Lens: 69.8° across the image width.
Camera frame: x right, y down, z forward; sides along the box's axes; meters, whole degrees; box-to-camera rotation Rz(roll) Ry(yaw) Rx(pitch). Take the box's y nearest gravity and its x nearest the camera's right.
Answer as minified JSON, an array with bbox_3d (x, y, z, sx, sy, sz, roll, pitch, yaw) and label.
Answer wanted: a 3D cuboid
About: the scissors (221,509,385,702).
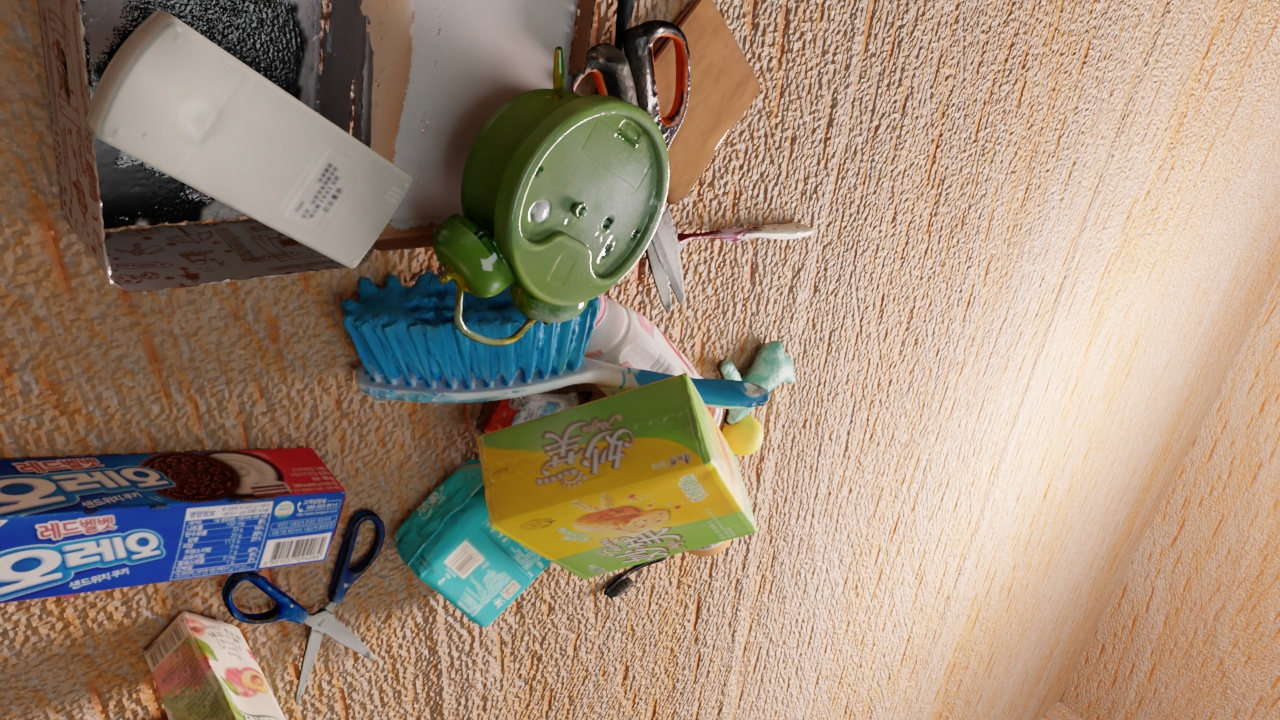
[{"bbox_3d":[-0.233,0.179,0.663,0.162,0.012,0.174,-56,143,-1],"label":"scissors"}]

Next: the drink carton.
[{"bbox_3d":[-0.265,0.218,0.577,0.045,0.122,0.053,-47,141,-5],"label":"drink carton"}]

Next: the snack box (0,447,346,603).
[{"bbox_3d":[-0.277,0.090,0.519,0.207,0.058,0.057,2,117,-46],"label":"snack box"}]

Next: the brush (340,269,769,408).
[{"bbox_3d":[-0.039,-0.004,0.627,0.314,0.060,0.110,-3,130,-20],"label":"brush"}]

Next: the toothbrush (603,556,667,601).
[{"bbox_3d":[0.039,0.191,0.943,0.189,0.016,0.014,-28,143,-29],"label":"toothbrush"}]

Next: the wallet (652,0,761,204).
[{"bbox_3d":[0.032,-0.183,0.652,0.115,0.020,0.101,-52,140,-5],"label":"wallet"}]

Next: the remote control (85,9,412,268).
[{"bbox_3d":[-0.163,-0.090,0.400,0.056,0.019,0.135,-56,143,3],"label":"remote control"}]

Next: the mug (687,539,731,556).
[{"bbox_3d":[0.056,0.133,0.871,0.078,0.078,0.123,-37,143,-18],"label":"mug"}]

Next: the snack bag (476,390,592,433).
[{"bbox_3d":[-0.077,0.039,0.704,0.105,0.026,0.045,11,101,-49],"label":"snack bag"}]

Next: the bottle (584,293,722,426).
[{"bbox_3d":[-0.004,0.004,0.722,0.068,0.068,0.197,-50,137,-4],"label":"bottle"}]

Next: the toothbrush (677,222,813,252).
[{"bbox_3d":[0.081,-0.101,0.764,0.187,0.016,0.017,-10,133,-40],"label":"toothbrush"}]

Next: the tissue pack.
[{"bbox_3d":[-0.124,0.146,0.719,0.093,0.050,0.133,-44,141,-14],"label":"tissue pack"}]

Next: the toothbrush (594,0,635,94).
[{"bbox_3d":[-0.002,-0.261,0.553,0.027,0.026,0.213,-20,132,-45],"label":"toothbrush"}]

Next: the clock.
[{"bbox_3d":[-0.051,-0.079,0.511,0.116,0.056,0.161,22,99,-55],"label":"clock"}]

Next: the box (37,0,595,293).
[{"bbox_3d":[-0.142,-0.139,0.461,0.259,0.082,0.177,-13,127,-38],"label":"box"}]

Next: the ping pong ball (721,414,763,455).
[{"bbox_3d":[0.099,0.073,0.892,0.040,0.040,0.040,-25,134,-30],"label":"ping pong ball"}]

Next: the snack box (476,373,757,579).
[{"bbox_3d":[-0.008,0.097,0.694,0.158,0.070,0.210,-17,153,9],"label":"snack box"}]

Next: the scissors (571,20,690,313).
[{"bbox_3d":[0.019,-0.128,0.643,0.148,0.022,0.235,-47,138,0],"label":"scissors"}]

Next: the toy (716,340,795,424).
[{"bbox_3d":[0.106,0.018,0.868,0.091,0.030,0.096,-46,135,-12],"label":"toy"}]
